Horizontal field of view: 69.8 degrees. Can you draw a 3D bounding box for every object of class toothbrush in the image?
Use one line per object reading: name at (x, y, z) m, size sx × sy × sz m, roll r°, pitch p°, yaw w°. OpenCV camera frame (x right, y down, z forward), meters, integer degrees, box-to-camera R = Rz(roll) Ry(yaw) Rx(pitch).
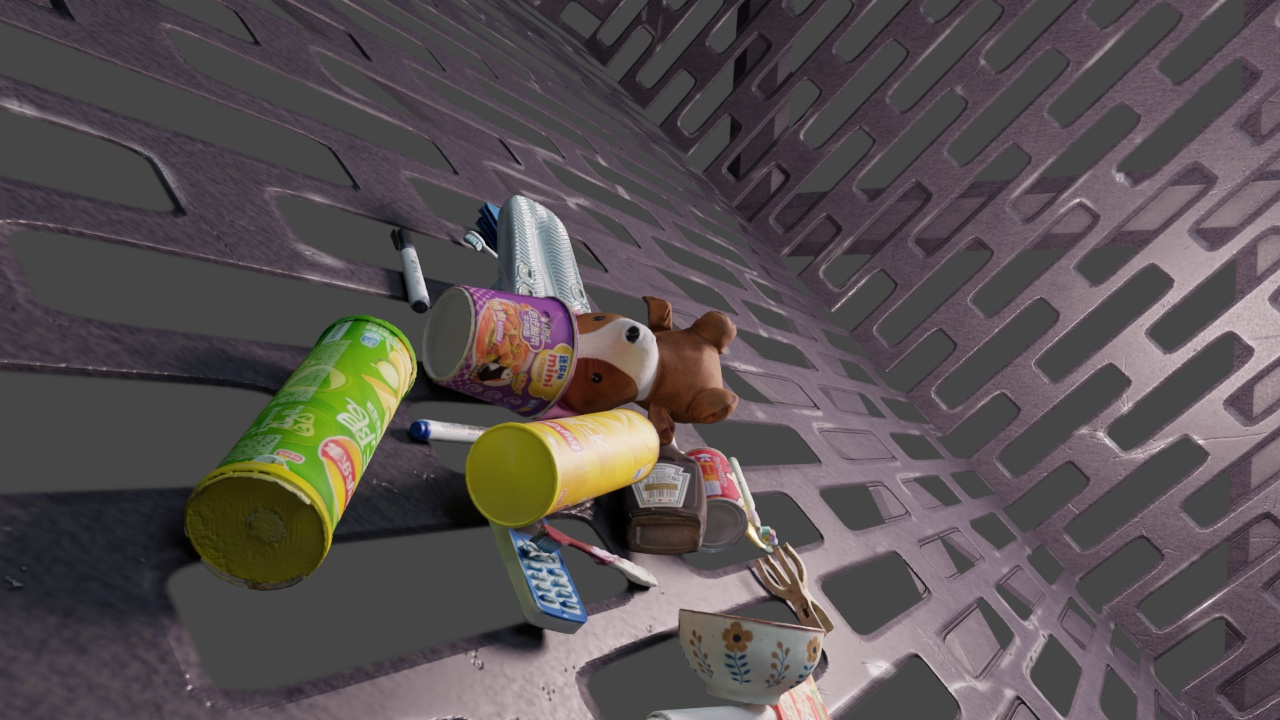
toothbrush at (-0.113, -0.071, 1.051) m, size 0.224 × 0.027 × 0.027 m, roll 42°, pitch 40°, yaw -7°
toothbrush at (0.122, 0.154, 1.041) m, size 0.029 × 0.020 × 0.189 m, roll 39°, pitch 11°, yaw -17°
toothbrush at (0.029, 0.252, 0.628) m, size 0.220 × 0.027 × 0.026 m, roll 23°, pitch 18°, yaw -49°
toothbrush at (-0.030, 0.153, 0.696) m, size 0.016 × 0.017 × 0.187 m, roll 50°, pitch 5°, yaw 34°

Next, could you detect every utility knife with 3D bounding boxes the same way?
utility knife at (0.078, 0.139, 1.006) m, size 0.195 × 0.020 × 0.031 m, roll 52°, pitch 13°, yaw 3°

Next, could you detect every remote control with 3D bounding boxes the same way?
remote control at (-0.078, 0.141, 0.650) m, size 0.049 × 0.024 × 0.125 m, roll 29°, pitch 19°, yaw -39°

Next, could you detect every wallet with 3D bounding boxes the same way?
wallet at (-0.136, -0.138, 1.139) m, size 0.133 × 0.040 × 0.106 m, roll 16°, pitch 37°, yaw -58°

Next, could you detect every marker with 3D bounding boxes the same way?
marker at (-0.219, -0.087, 0.870) m, size 0.022 × 0.018 × 0.130 m, roll 8°, pitch 34°, yaw -28°
marker at (-0.128, 0.061, 0.736) m, size 0.017 × 0.017 × 0.145 m, roll 53°, pitch 20°, yaw 27°

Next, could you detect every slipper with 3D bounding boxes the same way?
slipper at (-0.112, -0.066, 0.955) m, size 0.104 × 0.074 × 0.245 m, roll 17°, pitch 49°, yaw -41°

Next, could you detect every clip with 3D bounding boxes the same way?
clip at (0.166, 0.237, 0.955) m, size 0.104 × 0.035 × 0.080 m, roll 50°, pitch 18°, yaw 4°

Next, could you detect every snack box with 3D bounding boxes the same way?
snack box at (0.125, 0.294, 0.748) m, size 0.075 × 0.025 × 0.152 m, roll 34°, pitch 20°, yaw -29°

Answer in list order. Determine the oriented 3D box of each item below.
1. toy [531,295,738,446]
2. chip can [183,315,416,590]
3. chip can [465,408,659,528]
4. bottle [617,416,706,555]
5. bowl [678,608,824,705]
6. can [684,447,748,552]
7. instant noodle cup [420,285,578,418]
toy at (-0.005, 0.005, 0.862) m, size 0.199 × 0.131 × 0.140 m, roll 8°, pitch 63°, yaw -16°
chip can at (-0.191, 0.041, 0.551) m, size 0.072 × 0.073 × 0.221 m, roll 39°, pitch 19°, yaw -16°
chip can at (-0.052, 0.078, 0.716) m, size 0.072 × 0.072 × 0.213 m, roll 48°, pitch 15°, yaw 13°
bottle at (0.019, 0.109, 0.862) m, size 0.080 × 0.044 × 0.194 m, roll 0°, pitch 24°, yaw -1°
bowl at (0.082, 0.230, 0.708) m, size 0.113 × 0.114 × 0.062 m, roll 24°, pitch 70°, yaw -47°
can at (0.066, 0.136, 0.909) m, size 0.066 × 0.067 × 0.093 m, roll 37°, pitch 19°, yaw -22°
instant noodle cup at (-0.123, -0.012, 0.777) m, size 0.099 × 0.112 × 0.111 m, roll 14°, pitch 33°, yaw -42°
